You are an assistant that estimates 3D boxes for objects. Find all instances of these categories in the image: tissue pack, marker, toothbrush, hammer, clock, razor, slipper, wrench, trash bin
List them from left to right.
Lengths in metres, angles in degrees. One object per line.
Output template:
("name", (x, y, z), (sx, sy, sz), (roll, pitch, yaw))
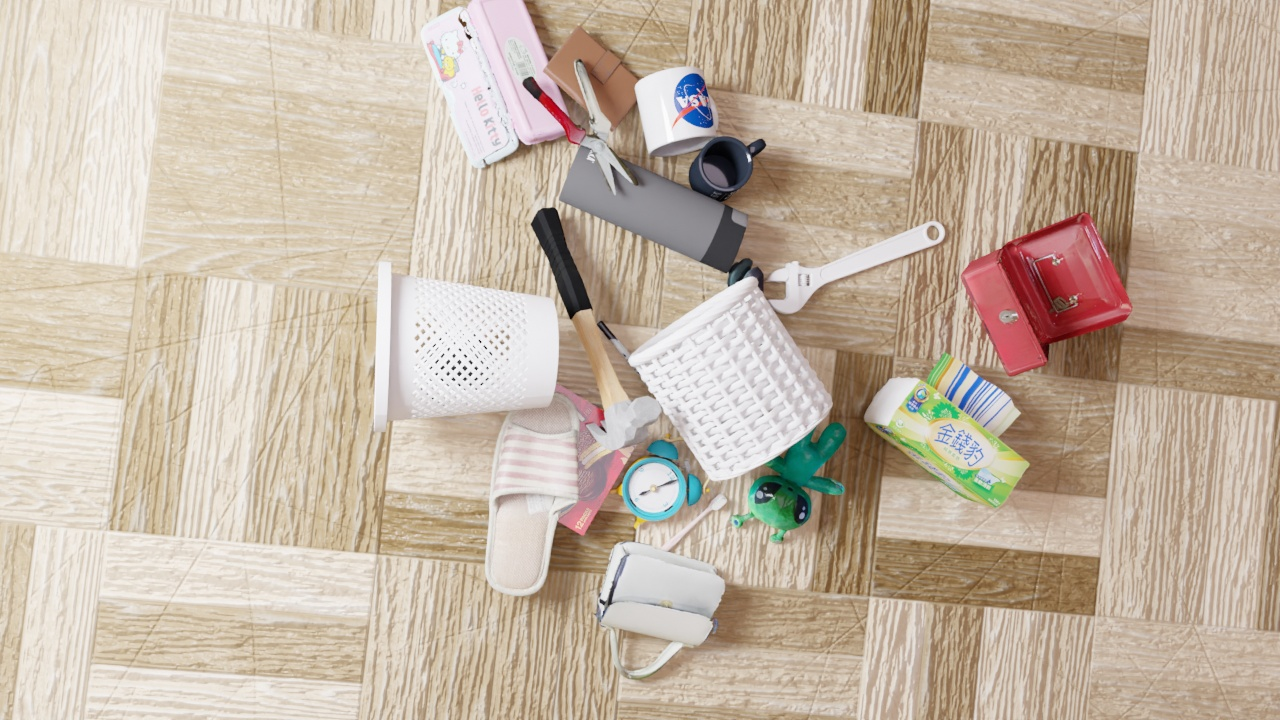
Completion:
("clock", (-0.235, 0.018, 1.184), (0.091, 0.042, 0.120), (4, 89, -7))
("trash bin", (-0.208, -0.013, 1.082), (0.199, 0.196, 0.195), (2, 89, -16))
("slipper", (-0.135, 0.168, 1.151), (0.115, 0.052, 0.263), (11, 88, -5))
("hammer", (-0.069, -0.044, 1.155), (0.039, 0.131, 0.328), (-12, 72, -30))
("marker", (-0.007, 0.007, 1.226), (0.011, 0.011, 0.152), (-40, 93, -6))
("clock", (0.029, 0.160, 1.214), (0.129, 0.043, 0.099), (-35, 93, 1))
("toothbrush", (0.046, 0.242, 1.226), (0.181, 0.018, 0.015), (-41, 99, -4))
("razor", (0.157, -0.066, 1.229), (0.047, 0.052, 0.143), (-29, 96, -47))
("wrench", (0.296, -0.134, 1.261), (0.273, 0.018, 0.066), (-21, 92, -7))
("tissue pack", (0.422, 0.082, 1.227), (0.197, 0.120, 0.141), (37, 87, -11))

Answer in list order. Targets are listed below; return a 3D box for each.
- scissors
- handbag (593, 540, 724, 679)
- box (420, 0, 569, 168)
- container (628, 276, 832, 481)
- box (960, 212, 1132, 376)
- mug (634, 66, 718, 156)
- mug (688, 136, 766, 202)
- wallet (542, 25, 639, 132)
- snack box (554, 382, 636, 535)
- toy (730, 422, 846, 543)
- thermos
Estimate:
("scissors", (-0.073, -0.302, 1.157), (0.185, 0.015, 0.179), (16, 67, -8))
("handbag", (0.017, 0.338, 1.190), (0.151, 0.074, 0.176), (18, 96, -11))
("box", (-0.187, -0.367, 1.185), (0.153, 0.066, 0.201), (-22, 91, -6))
("container", (0.113, 0.023, 1.151), (0.189, 0.189, 0.187), (-34, 94, -6))
("box", (0.523, -0.081, 1.215), (0.169, 0.157, 0.156), (-30, 93, -42))
("mug", (0.057, -0.325, 1.206), (0.121, 0.091, 0.090), (-12, 91, -42))
("mug", (0.119, -0.259, 1.211), (0.105, 0.077, 0.071), (-33, 93, -6))
("wallet", (-0.059, -0.370, 1.207), (0.121, 0.013, 0.087), (39, 71, -16))
("snack box", (-0.094, 0.127, 1.202), (0.132, 0.036, 0.152), (31, 86, -5))
("toy", (0.202, 0.157, 1.224), (0.130, 0.072, 0.193), (29, 95, -4))
("thermos", (0.020, -0.198, 1.196), (0.240, 0.082, 0.082), (23, 87, -6))
